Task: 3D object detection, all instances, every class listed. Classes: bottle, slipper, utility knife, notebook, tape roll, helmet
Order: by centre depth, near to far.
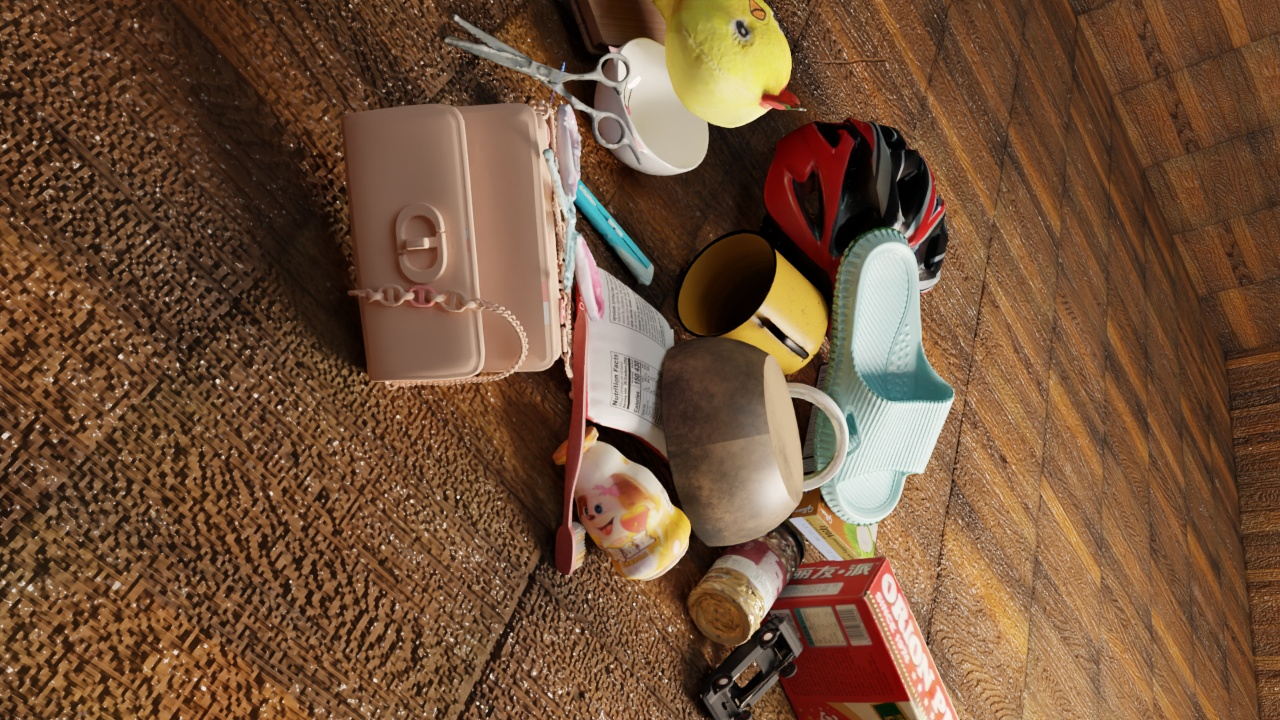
[{"bbox_3d":[-0.015,0.097,0.632,0.109,0.063,0.062,53,43,-11],"label":"bottle"},{"bbox_3d":[-0.038,-0.117,0.719,0.149,0.015,0.022,48,42,-24],"label":"utility knife"},{"bbox_3d":[0.086,0.172,0.728,0.105,0.056,0.056,-38,106,-49],"label":"bottle"},{"bbox_3d":[0.130,0.066,0.788,0.094,0.094,0.018,69,20,-5],"label":"tape roll"},{"bbox_3d":[0.213,0.023,0.803,0.115,0.069,0.276,-7,105,-27],"label":"slipper"},{"bbox_3d":[-0.008,-0.355,0.818,0.209,0.022,0.169,-24,95,-54],"label":"notebook"},{"bbox_3d":[0.222,-0.144,0.938,0.217,0.167,0.271,59,29,-21],"label":"helmet"}]

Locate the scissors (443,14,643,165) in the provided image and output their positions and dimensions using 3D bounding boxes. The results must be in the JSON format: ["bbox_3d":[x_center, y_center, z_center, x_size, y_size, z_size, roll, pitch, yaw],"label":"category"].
[{"bbox_3d":[-0.066,-0.198,0.677,0.159,0.014,0.120,-9,92,-23],"label":"scissors"}]

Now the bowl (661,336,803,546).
[{"bbox_3d":[0.076,0.058,0.705,0.162,0.070,0.162,-11,90,-71],"label":"bowl"}]

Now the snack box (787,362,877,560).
[{"bbox_3d":[0.202,0.102,0.908,0.101,0.032,0.185,45,47,-30],"label":"snack box"}]

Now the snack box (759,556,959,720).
[{"bbox_3d":[0.190,0.282,0.767,0.060,0.113,0.236,-37,105,-50],"label":"snack box"}]

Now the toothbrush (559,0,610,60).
[{"bbox_3d":[-0.047,-0.283,0.767,0.167,0.013,0.013,46,39,-29],"label":"toothbrush"}]

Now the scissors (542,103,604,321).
[{"bbox_3d":[-0.043,-0.098,0.579,0.170,0.013,0.174,68,15,-67],"label":"scissors"}]

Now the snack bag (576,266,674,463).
[{"bbox_3d":[-0.004,0.004,0.686,0.144,0.039,0.130,36,44,-51],"label":"snack bag"}]

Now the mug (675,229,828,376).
[{"bbox_3d":[0.103,-0.038,0.775,0.094,0.100,0.123,34,12,-40],"label":"mug"}]

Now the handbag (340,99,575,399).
[{"bbox_3d":[-0.108,-0.061,0.585,0.187,0.116,0.199,-82,168,-83],"label":"handbag"}]

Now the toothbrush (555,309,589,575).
[{"bbox_3d":[-0.041,0.055,0.589,0.015,0.015,0.185,-23,124,-52],"label":"toothbrush"}]

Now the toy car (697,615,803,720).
[{"bbox_3d":[0.084,0.239,0.710,0.092,0.037,0.040,-38,109,-22],"label":"toy car"}]

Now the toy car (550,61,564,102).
[{"bbox_3d":[-0.071,-0.158,0.655,0.033,0.062,0.092,4,74,-49],"label":"toy car"}]

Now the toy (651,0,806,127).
[{"bbox_3d":[0.051,-0.272,0.740,0.207,0.092,0.133,59,34,-2],"label":"toy"}]

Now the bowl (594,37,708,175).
[{"bbox_3d":[0.002,-0.204,0.766,0.114,0.051,0.114,20,62,-44],"label":"bowl"}]
